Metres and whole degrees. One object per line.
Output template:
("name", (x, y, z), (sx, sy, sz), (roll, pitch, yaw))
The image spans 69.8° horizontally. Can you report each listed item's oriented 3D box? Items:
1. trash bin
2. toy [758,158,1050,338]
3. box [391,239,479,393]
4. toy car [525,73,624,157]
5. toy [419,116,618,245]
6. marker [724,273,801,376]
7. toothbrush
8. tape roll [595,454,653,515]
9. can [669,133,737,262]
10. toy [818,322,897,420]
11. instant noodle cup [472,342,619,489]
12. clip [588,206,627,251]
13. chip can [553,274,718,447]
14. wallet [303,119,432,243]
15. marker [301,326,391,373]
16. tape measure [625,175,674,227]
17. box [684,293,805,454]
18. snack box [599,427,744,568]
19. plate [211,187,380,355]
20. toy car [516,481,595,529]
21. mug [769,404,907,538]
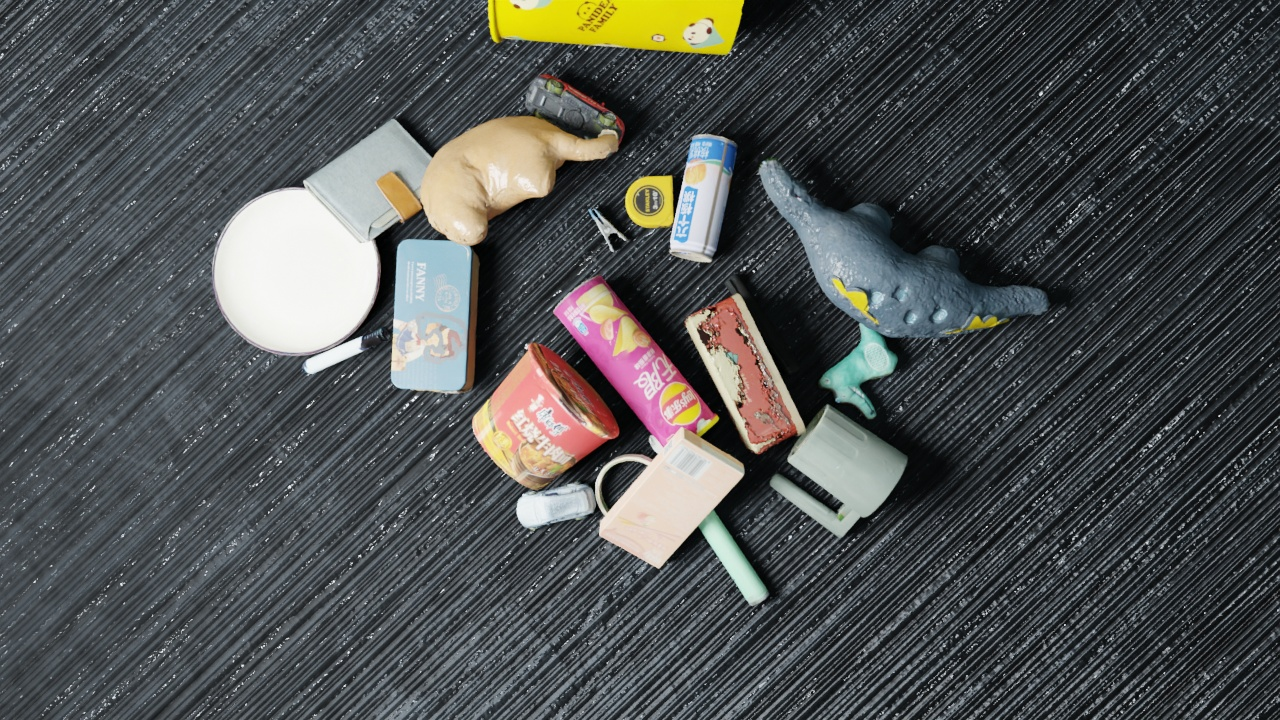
("trash bin", (-0.017, -0.437, 0.970), (0.255, 0.229, 0.229), (8, 88, -4))
("toy", (0.271, -0.101, 1.009), (0.356, 0.091, 0.137), (29, 77, 0))
("box", (-0.230, -0.055, 1.039), (0.090, 0.059, 0.184), (0, 90, 1))
("toy car", (-0.072, -0.280, 1.042), (0.120, 0.045, 0.053), (35, 127, 3))
("toy", (-0.138, -0.216, 1.007), (0.226, 0.082, 0.143), (-31, 61, 0))
("marker", (0.139, -0.041, 1.044), (0.020, 0.022, 0.132), (-36, 87, 37))
("toothbrush", (0.074, 0.178, 1.037), (0.026, 0.027, 0.224), (-34, 88, 4))
("tape roll", (-0.008, 0.148, 1.037), (0.086, 0.014, 0.086), (2, 101, 9))
("can", (0.070, -0.182, 1.034), (0.053, 0.053, 0.134), (12, 89, 2))
("toy", (0.248, 0.016, 1.035), (0.092, 0.030, 0.096), (-37, 84, 5))
("instant noodle cup", (-0.108, 0.066, 1.001), (0.109, 0.137, 0.138), (-44, 87, 9))
("clip", (-0.039, -0.153, 1.053), (0.029, 0.024, 0.057), (-35, 92, 4))
("chip can", (-0.006, 0.006, 1.023), (0.071, 0.071, 0.210), (-39, 87, 0))
("wallet", (-0.294, -0.202, 1.036), (0.106, 0.037, 0.129), (45, 67, 3))
("marker", (-0.333, -0.010, 1.034), (0.131, 0.022, 0.018), (-20, 104, 26))
("tape measure", (0.012, -0.181, 1.049), (0.057, 0.029, 0.060), (-1, 88, 1))
("box", (0.106, 0.019, 1.008), (0.077, 0.091, 0.168), (-26, 88, -3))
("snack box", (0.032, 0.152, 1.000), (0.084, 0.026, 0.158), (32, 114, -16))
("plate", (-0.390, -0.101, 1.055), (0.192, 0.039, 0.192), (0, 88, 2))
("toy car", (-0.096, 0.165, 1.041), (0.090, 0.034, 0.043), (-12, 91, 3))
("mug", (0.215, 0.124, 1.015), (0.103, 0.083, 0.124), (36, 114, 3))
